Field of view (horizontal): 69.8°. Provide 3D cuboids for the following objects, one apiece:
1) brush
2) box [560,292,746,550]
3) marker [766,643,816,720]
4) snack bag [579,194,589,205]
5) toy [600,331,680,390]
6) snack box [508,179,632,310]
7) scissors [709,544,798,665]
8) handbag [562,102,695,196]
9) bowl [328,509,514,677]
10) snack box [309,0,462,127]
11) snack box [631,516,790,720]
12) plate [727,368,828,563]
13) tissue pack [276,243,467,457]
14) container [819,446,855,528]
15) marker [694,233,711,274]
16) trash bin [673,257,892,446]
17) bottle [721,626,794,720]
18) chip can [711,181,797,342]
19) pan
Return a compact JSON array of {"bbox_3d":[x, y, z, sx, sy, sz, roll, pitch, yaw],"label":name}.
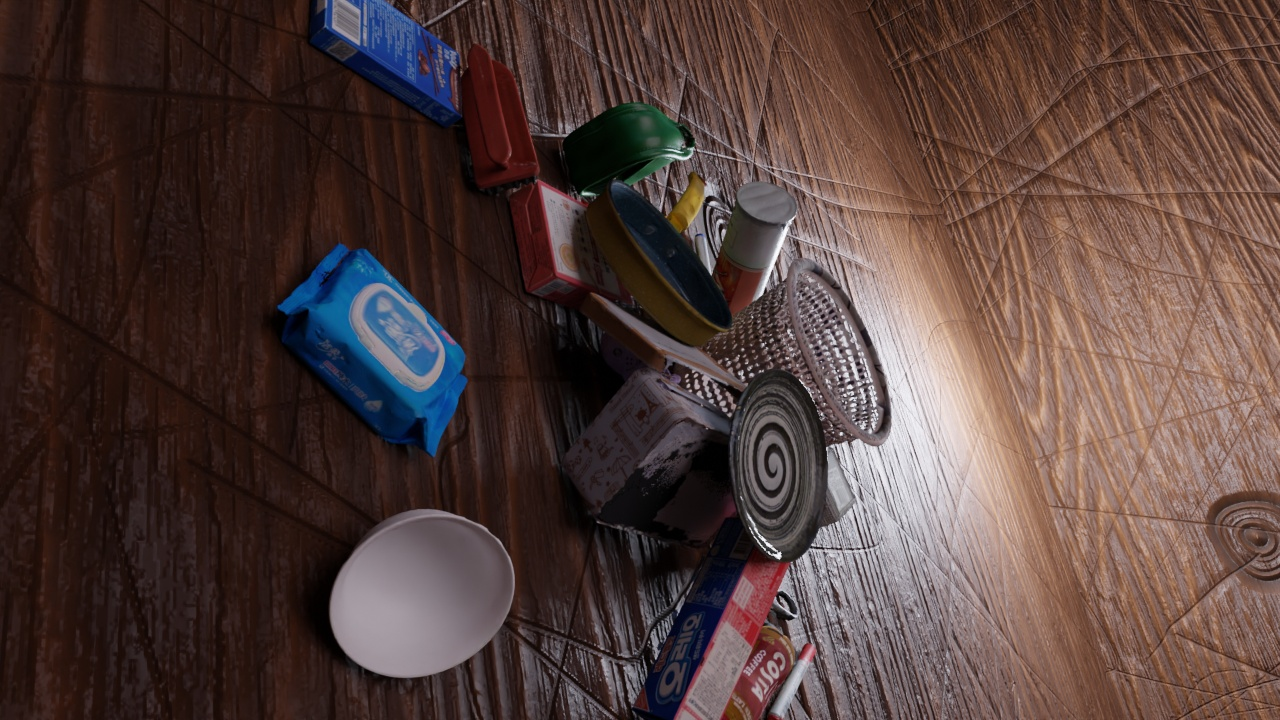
[{"bbox_3d":[-0.145,-0.241,0.908,0.069,0.063,0.145,78,-3,-70],"label":"brush"},{"bbox_3d":[0.008,0.052,0.895,0.183,0.157,0.193,27,16,-47],"label":"box"},{"bbox_3d":[0.169,0.359,1.020,0.017,0.017,0.145,64,30,-2],"label":"marker"},{"bbox_3d":[-0.032,-0.160,1.063,0.104,0.026,0.048,9,71,-38],"label":"snack bag"},{"bbox_3d":[-0.006,0.006,0.984,0.108,0.039,0.083,55,45,-19],"label":"toy"},{"bbox_3d":[-0.072,-0.113,0.959,0.127,0.044,0.113,18,53,-52],"label":"snack box"},{"bbox_3d":[0.132,0.274,1.029,0.159,0.014,0.170,-2,69,-58],"label":"scissors"},{"bbox_3d":[-0.016,-0.239,1.052,0.120,0.132,0.068,-14,85,-53],"label":"handbag"},{"bbox_3d":[-0.150,0.143,0.614,0.118,0.118,0.065,46,-4,-30],"label":"bowl"},{"bbox_3d":[-0.233,-0.290,0.854,0.157,0.026,0.084,26,48,-48],"label":"snack box"},{"bbox_3d":[0.069,0.243,0.836,0.058,0.057,0.207,48,57,-29],"label":"snack box"},{"bbox_3d":[0.124,0.096,0.848,0.179,0.024,0.179,11,76,-52],"label":"plate"},{"bbox_3d":[-0.190,-0.008,0.687,0.157,0.052,0.094,50,33,-24],"label":"tissue pack"},{"bbox_3d":[0.183,0.160,1.091,0.090,0.115,0.090,-19,85,-60],"label":"container"},{"bbox_3d":[0.089,-0.111,1.242,0.017,0.017,0.145,28,46,-46],"label":"marker"},{"bbox_3d":[0.155,0.022,1.068,0.227,0.193,0.227,37,40,-39],"label":"trash bin"},{"bbox_3d":[0.098,0.321,0.894,0.174,0.058,0.057,-22,87,-61],"label":"bottle"},{"bbox_3d":[0.124,-0.110,1.108,0.071,0.215,0.071,6,49,-7],"label":"chip can"},{"bbox_3d":[0.039,-0.143,1.028,0.197,0.078,0.356,47,18,-16],"label":"pan"}]
